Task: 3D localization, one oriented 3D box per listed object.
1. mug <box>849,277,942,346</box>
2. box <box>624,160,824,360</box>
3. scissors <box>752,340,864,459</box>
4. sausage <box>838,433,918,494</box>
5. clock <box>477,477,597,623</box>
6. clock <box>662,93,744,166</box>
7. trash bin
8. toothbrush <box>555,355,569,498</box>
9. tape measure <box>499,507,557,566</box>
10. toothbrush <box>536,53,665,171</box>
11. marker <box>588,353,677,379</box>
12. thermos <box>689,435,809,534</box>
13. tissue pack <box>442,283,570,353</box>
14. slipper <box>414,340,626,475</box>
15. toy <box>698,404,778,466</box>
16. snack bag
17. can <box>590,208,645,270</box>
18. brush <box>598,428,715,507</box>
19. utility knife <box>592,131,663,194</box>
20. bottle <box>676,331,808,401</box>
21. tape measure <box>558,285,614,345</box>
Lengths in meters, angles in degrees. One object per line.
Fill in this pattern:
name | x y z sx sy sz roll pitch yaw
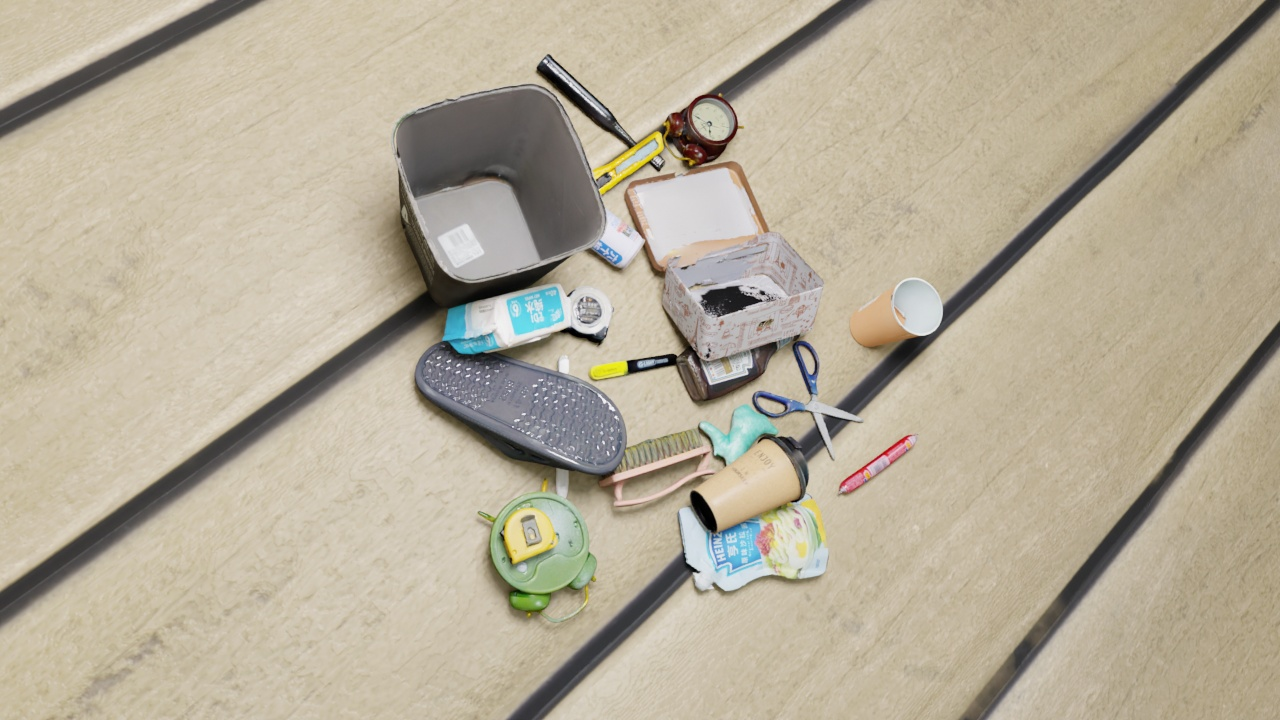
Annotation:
mug | 0.343 -0.060 1.256 0.078 0.123 0.078 4 78 -19
box | 0.105 -0.138 1.211 0.177 0.107 0.272 -16 62 -21
scissors | 0.230 0.053 1.254 0.175 0.012 0.162 5 77 -18
sausage | 0.329 0.142 1.266 0.155 0.020 0.020 -30 90 -21
clock | -0.115 0.229 1.078 0.116 0.056 0.161 -25 87 -21
clock | 0.080 -0.313 1.255 0.121 0.055 0.082 -35 92 -24
trash bin | -0.178 -0.169 1.052 0.198 0.220 0.199 -20 86 -22
toothbrush | -0.097 0.083 1.138 0.016 0.016 0.180 2 81 -16
tape measure | -0.126 0.195 1.035 0.060 0.029 0.057 -19 84 -22
toothbrush | -0.050 -0.329 1.231 0.212 0.026 0.027 40 88 -10
marker | -0.007 0.007 1.183 0.124 0.015 0.018 -10 87 -22
thermos | 0.137 0.157 1.149 0.143 0.093 0.093 -25 87 -21
tissue pack | -0.154 -0.047 1.078 0.139 0.090 0.063 -21 100 -52
slipper | -0.141 0.062 1.100 0.268 0.083 0.110 23 59 5
toy | 0.125 0.096 1.201 0.096 0.030 0.091 38 68 -5
snack bag | 0.145 0.232 1.176 0.190 0.039 0.110 -4 82 -17
can | -0.061 -0.175 1.181 0.134 0.053 0.053 36 70 -9
brush | 0.023 0.133 1.142 0.145 0.063 0.073 -14 80 -22
utility knife | -0.029 -0.256 1.218 0.154 0.015 0.033 -38 103 -13
bottle | 0.142 -0.014 1.222 0.194 0.044 0.080 -26 98 -23
tape measure | -0.069 -0.060 1.166 0.065 0.034 0.066 20 75 -16
